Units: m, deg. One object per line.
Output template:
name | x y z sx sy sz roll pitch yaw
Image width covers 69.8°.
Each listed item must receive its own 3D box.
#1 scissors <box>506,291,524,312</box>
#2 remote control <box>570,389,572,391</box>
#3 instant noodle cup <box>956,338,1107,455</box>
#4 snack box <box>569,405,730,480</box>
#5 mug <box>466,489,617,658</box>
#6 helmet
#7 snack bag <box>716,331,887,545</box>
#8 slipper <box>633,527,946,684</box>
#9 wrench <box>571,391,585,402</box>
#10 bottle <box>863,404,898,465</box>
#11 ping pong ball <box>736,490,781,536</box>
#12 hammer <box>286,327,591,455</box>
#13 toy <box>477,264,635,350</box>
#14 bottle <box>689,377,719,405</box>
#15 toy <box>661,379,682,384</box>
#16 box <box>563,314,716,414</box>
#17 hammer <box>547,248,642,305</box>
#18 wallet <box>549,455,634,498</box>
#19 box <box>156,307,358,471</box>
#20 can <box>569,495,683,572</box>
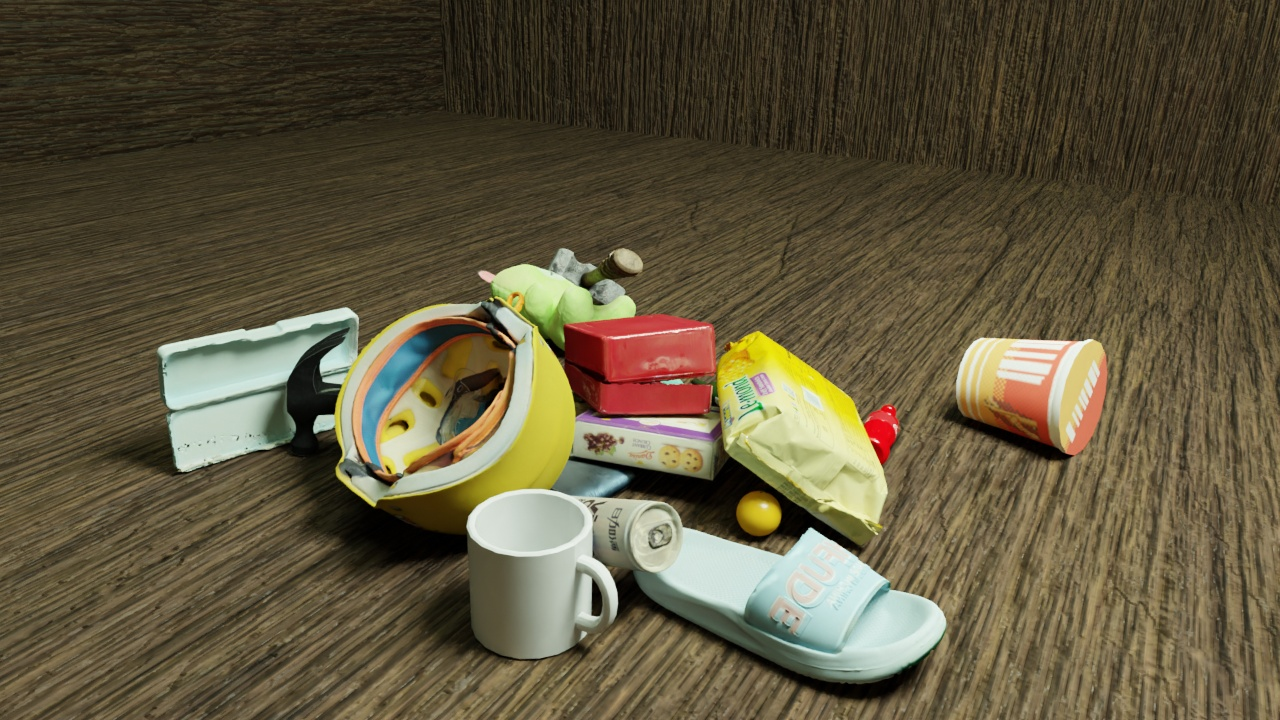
scissors | -0.180 -0.036 1.149 0.128 0.011 0.125 -27 37 30
remote control | -0.092 0.060 1.039 0.045 0.008 0.146 -3 22 -10
instant noodle cup | 0.431 0.030 1.020 0.123 0.123 0.121 -19 22 -41
snack box | 0.020 0.073 0.934 0.143 0.040 0.147 8 11 15
mug | -0.069 0.161 0.679 0.121 0.090 0.090 15 26 30
helmet | -0.156 0.060 0.830 0.209 0.139 0.240 -50 41 -11
snack bag | 0.153 0.060 0.888 0.159 0.068 0.246 33 19 -11
slipper | 0.103 0.169 0.697 0.246 0.074 0.103 13 25 29
wrench | -0.143 0.028 1.081 0.083 0.018 0.274 -22 28 -35
bottle | 0.257 0.076 0.987 0.036 0.036 0.118 11 23 21
ping pong ball | 0.106 0.137 0.820 0.040 0.040 0.040 2 22 -1
hammer | -0.201 0.044 0.942 0.305 0.132 0.040 5 23 -9
toy | -0.115 -0.069 1.240 0.150 0.107 0.197 8 3 -44
bottle | 0.095 0.041 1.078 0.025 0.025 0.106 -15 27 -35
toy | 0.007 0.039 1.073 0.105 0.033 0.084 13 36 23
box | -0.005 0.000 0.964 0.129 0.092 0.158 -5 12 -20
hammer | -0.049 -0.119 1.246 0.121 0.049 0.319 28 -6 -12
wallet | -0.076 0.111 0.891 0.115 0.026 0.089 17 25 33
box | -0.379 0.025 0.932 0.196 0.135 0.041 -18 37 -40
can | -0.031 0.137 0.736 0.054 0.054 0.136 -18 7 -40
